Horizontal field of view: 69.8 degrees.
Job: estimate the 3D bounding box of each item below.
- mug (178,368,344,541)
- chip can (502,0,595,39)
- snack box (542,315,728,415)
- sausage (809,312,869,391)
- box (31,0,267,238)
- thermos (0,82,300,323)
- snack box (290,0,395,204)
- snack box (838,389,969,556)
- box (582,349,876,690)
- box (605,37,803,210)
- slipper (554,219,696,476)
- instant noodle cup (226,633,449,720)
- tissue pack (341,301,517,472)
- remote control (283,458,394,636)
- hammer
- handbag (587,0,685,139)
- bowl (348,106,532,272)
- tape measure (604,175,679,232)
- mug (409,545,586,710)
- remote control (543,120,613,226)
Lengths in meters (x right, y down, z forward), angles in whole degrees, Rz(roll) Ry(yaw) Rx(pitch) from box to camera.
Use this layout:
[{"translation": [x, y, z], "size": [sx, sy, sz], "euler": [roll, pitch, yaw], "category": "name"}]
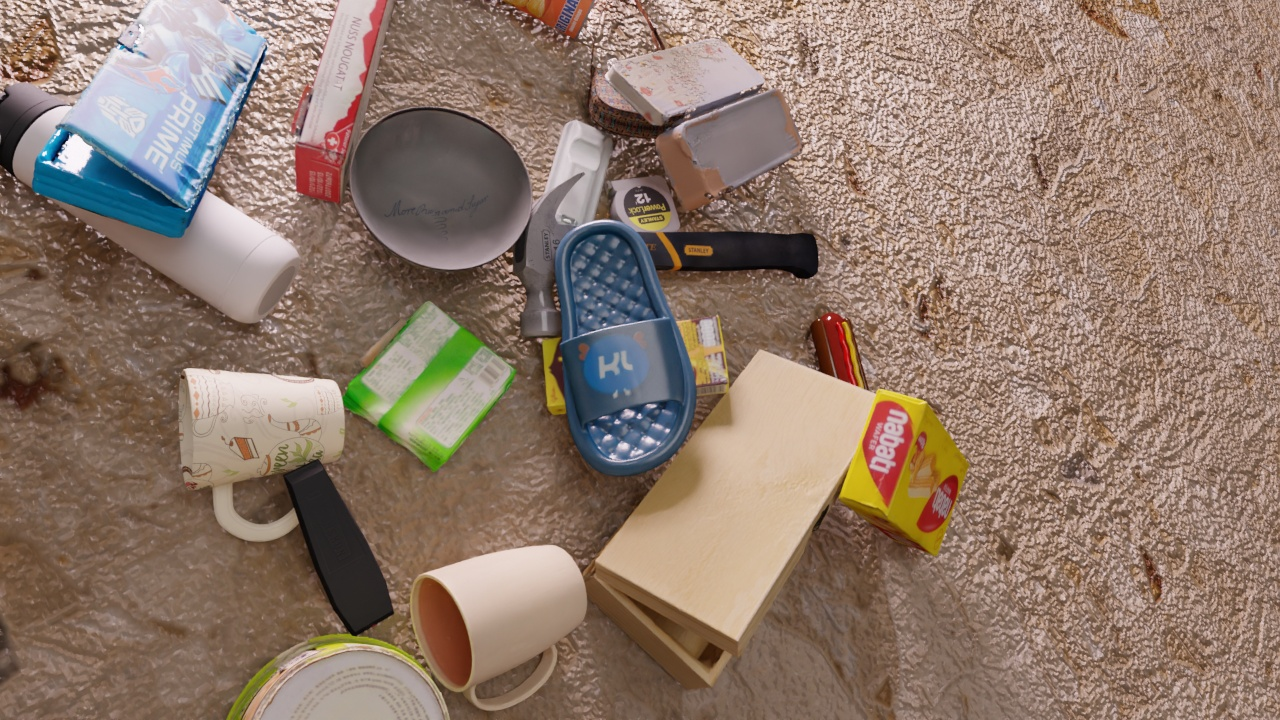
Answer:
[{"translation": [-0.260, 0.065, 0.635], "size": [0.097, 0.081, 0.122], "euler": [-2, 91, -32], "category": "mug"}, {"translation": [-0.142, -0.383, 0.869], "size": [0.210, 0.062, 0.062], "euler": [24, 61, -13], "category": "chip can"}, {"translation": [-0.004, 0.004, 0.755], "size": [0.149, 0.026, 0.061], "euler": [-8, 70, 2], "category": "snack box"}, {"translation": [0.194, 0.028, 0.861], "size": [0.040, 0.040, 0.155], "euler": [-2, 70, -25], "category": "sausage"}, {"translation": [-0.334, -0.192, 0.652], "size": [0.091, 0.066, 0.243], "euler": [19, 39, -23], "category": "box"}, {"translation": [-0.363, -0.108, 0.644], "size": [0.230, 0.069, 0.101], "euler": [34, 23, -7], "category": "thermos"}, {"translation": [-0.241, -0.267, 0.771], "size": [0.044, 0.077, 0.272], "euler": [13, 65, -15], "category": "snack box"}, {"translation": [0.223, 0.099, 0.760], "size": [0.200, 0.042, 0.092], "euler": [36, 74, -56], "category": "snack box"}, {"translation": [0.078, 0.114, 0.733], "size": [0.141, 0.149, 0.248], "euler": [37, 57, 7], "category": "box"}, {"translation": [0.068, -0.234, 0.870], "size": [0.157, 0.063, 0.215], "euler": [50, 41, 4], "category": "box"}, {"translation": [-0.015, -0.017, 0.715], "size": [0.104, 0.059, 0.213], "euler": [-9, 73, -2], "category": "slipper"}, {"translation": [-0.184, 0.243, 0.570], "size": [0.146, 0.098, 0.146], "euler": [9, 66, -21], "category": "instant noodle cup"}, {"translation": [-0.162, 0.016, 0.712], "size": [0.099, 0.034, 0.113], "euler": [40, 58, -7], "category": "tissue pack"}, {"translation": [-0.208, 0.129, 0.632], "size": [0.039, 0.010, 0.125], "euler": [-27, 104, -30], "category": "remote control"}, {"translation": [0.035, -0.092, 0.833], "size": [0.311, 0.035, 0.139], "euler": [-2, 87, -29], "category": "hammer"}, {"translation": [-0.013, -0.300, 0.917], "size": [0.093, 0.043, 0.195], "euler": [3, 59, -19], "category": "handbag"}, {"translation": [-0.166, -0.130, 0.756], "size": [0.150, 0.057, 0.150], "euler": [8, 65, -18], "category": "bowl"}, {"translation": [0.001, -0.141, 0.859], "size": [0.064, 0.017, 0.065], "euler": [-13, 75, -28], "category": "tape measure"}, {"translation": [-0.095, 0.189, 0.650], "size": [0.104, 0.085, 0.111], "euler": [-13, 103, -39], "category": "mug"}, {"translation": [-0.059, -0.161, 0.837], "size": [0.050, 0.022, 0.133], "euler": [20, 63, -15], "category": "remote control"}]
